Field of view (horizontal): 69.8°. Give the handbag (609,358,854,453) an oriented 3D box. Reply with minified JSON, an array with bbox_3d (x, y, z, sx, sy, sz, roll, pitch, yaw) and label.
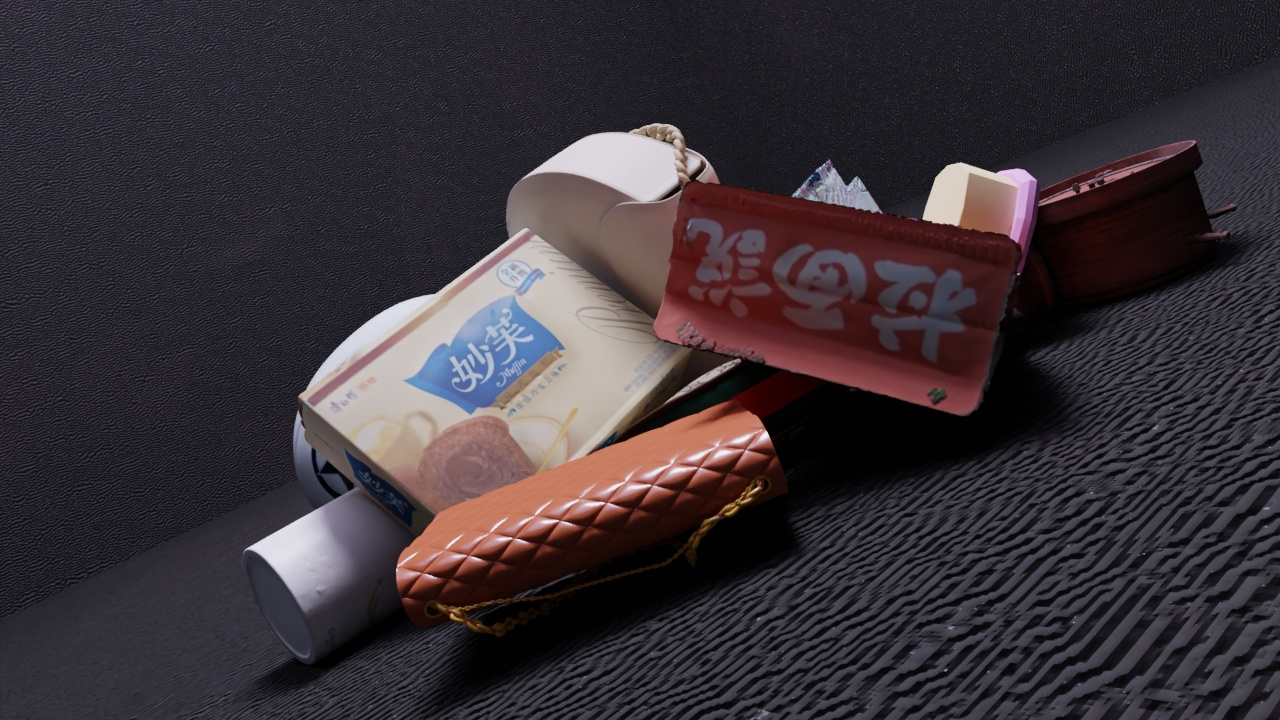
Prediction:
[{"bbox_3d":[0.049,0.045,0.584,0.166,0.063,0.138,-29,-11,-12],"label":"handbag"}]

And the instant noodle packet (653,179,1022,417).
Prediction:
[{"bbox_3d":[0.126,-0.038,0.525,0.164,0.084,0.220,14,9,21],"label":"instant noodle packet"}]

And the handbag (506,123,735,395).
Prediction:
[{"bbox_3d":[-0.008,-0.058,0.685,0.103,0.211,0.209,-42,28,-29],"label":"handbag"}]

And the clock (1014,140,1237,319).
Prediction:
[{"bbox_3d":[0.298,-0.083,0.609,0.158,0.072,0.120,-19,7,39],"label":"clock"}]

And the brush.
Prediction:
[{"bbox_3d":[0.219,-0.089,0.642,0.043,0.089,0.228,12,11,5],"label":"brush"}]

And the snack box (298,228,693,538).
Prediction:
[{"bbox_3d":[-0.087,0.021,0.593,0.206,0.153,0.055,-44,-17,-34],"label":"snack box"}]

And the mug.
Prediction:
[{"bbox_3d":[-0.179,0.126,0.576,0.105,0.082,0.083,-29,8,-40],"label":"mug"}]

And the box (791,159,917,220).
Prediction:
[{"bbox_3d":[0.196,-0.095,0.781,0.066,0.159,0.229,-61,-8,33],"label":"box"}]

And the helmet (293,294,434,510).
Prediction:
[{"bbox_3d":[-0.202,0.035,0.828,0.264,0.163,0.236,-49,1,15],"label":"helmet"}]

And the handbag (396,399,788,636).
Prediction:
[{"bbox_3d":[-0.018,0.079,0.442,0.172,0.060,0.109,-21,0,1],"label":"handbag"}]
